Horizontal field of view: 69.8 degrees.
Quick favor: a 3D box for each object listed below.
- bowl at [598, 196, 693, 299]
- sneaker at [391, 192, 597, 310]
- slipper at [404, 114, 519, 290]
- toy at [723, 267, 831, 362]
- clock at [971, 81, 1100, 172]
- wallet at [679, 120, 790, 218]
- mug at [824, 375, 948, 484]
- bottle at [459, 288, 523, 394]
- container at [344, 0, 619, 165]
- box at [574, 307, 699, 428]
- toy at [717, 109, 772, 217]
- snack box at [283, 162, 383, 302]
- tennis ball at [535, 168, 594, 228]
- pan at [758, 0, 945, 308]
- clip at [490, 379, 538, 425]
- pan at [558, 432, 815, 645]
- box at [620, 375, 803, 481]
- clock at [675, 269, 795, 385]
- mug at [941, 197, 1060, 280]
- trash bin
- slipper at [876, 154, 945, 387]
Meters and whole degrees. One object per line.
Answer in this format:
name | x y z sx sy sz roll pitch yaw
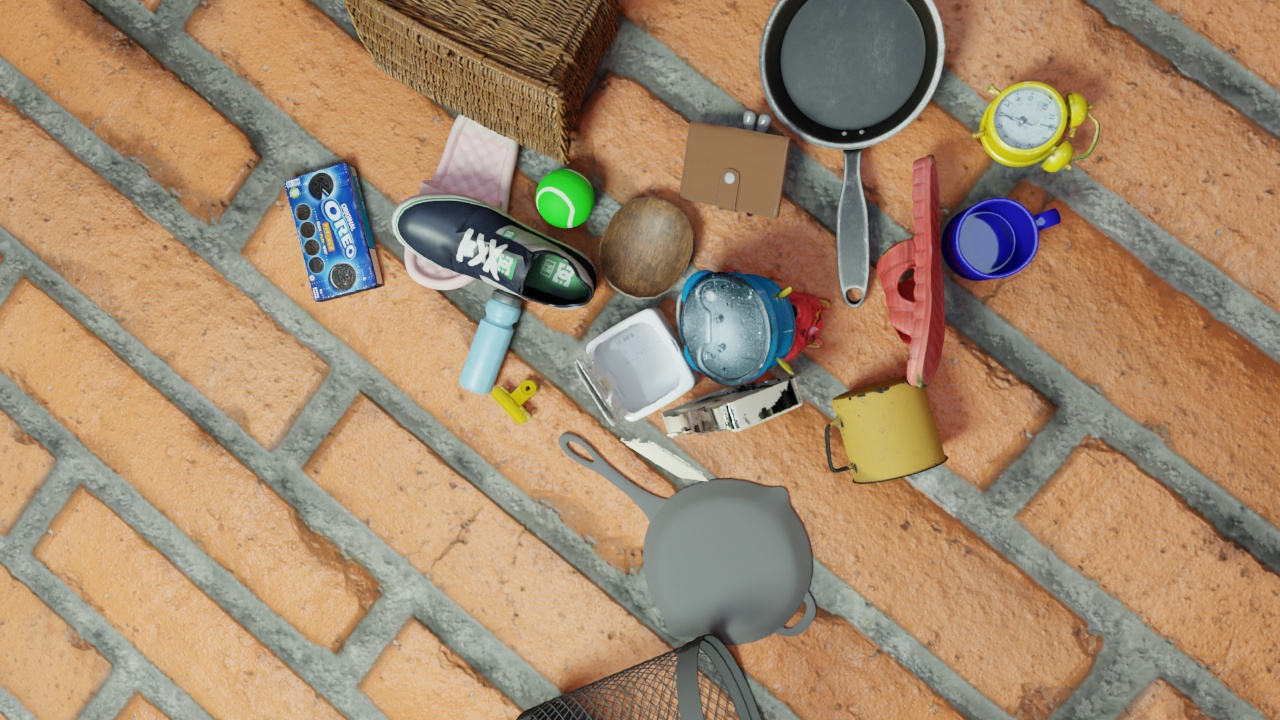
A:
bowl | 0.008 -0.125 1.032 0.102 0.026 0.114 26 97 7
sneaker | -0.158 -0.117 0.999 0.235 0.079 0.084 20 107 -10
slipper | -0.201 -0.185 1.048 0.107 0.055 0.221 21 95 5
toy | 0.143 -0.054 1.009 0.133 0.093 0.088 37 124 32
clock | 0.408 -0.241 0.944 0.119 0.057 0.083 19 96 14
wallet | 0.100 -0.206 0.991 0.121 0.013 0.087 18 112 28
mug | 0.249 0.074 0.966 0.123 0.100 0.094 -16 89 -10
bottle | -0.171 -0.027 1.061 0.040 0.040 0.130 22 97 7
container | -0.148 -0.362 0.965 0.250 0.162 0.183 28 79 4
box | -0.014 0.011 0.991 0.121 0.136 0.109 -30 86 8
toy | 0.117 -0.217 1.005 0.049 0.030 0.112 15 112 8
snack box | -0.363 -0.151 1.090 0.082 0.027 0.150 -15 91 9
tennis ball | -0.084 -0.181 1.024 0.065 0.065 0.065 1 94 9
pan | 0.225 -0.235 0.977 0.187 0.055 0.357 0 107 18
clip | -0.142 0.044 1.073 0.054 0.045 0.049 46 57 5
pan | 0.048 0.195 1.048 0.354 0.024 0.217 37 98 5
box | 0.064 0.081 0.944 0.186 0.144 0.070 -19 92 -27
clock | 0.090 -0.039 0.957 0.162 0.060 0.117 12 110 46
mug | 0.373 -0.129 0.944 0.111 0.083 0.079 -21 90 10
trash bin | 0.002 0.435 0.980 0.228 0.217 0.217 -23 90 14
slipper | 0.277 -0.091 0.945 0.059 0.103 0.248 -2 72 26
